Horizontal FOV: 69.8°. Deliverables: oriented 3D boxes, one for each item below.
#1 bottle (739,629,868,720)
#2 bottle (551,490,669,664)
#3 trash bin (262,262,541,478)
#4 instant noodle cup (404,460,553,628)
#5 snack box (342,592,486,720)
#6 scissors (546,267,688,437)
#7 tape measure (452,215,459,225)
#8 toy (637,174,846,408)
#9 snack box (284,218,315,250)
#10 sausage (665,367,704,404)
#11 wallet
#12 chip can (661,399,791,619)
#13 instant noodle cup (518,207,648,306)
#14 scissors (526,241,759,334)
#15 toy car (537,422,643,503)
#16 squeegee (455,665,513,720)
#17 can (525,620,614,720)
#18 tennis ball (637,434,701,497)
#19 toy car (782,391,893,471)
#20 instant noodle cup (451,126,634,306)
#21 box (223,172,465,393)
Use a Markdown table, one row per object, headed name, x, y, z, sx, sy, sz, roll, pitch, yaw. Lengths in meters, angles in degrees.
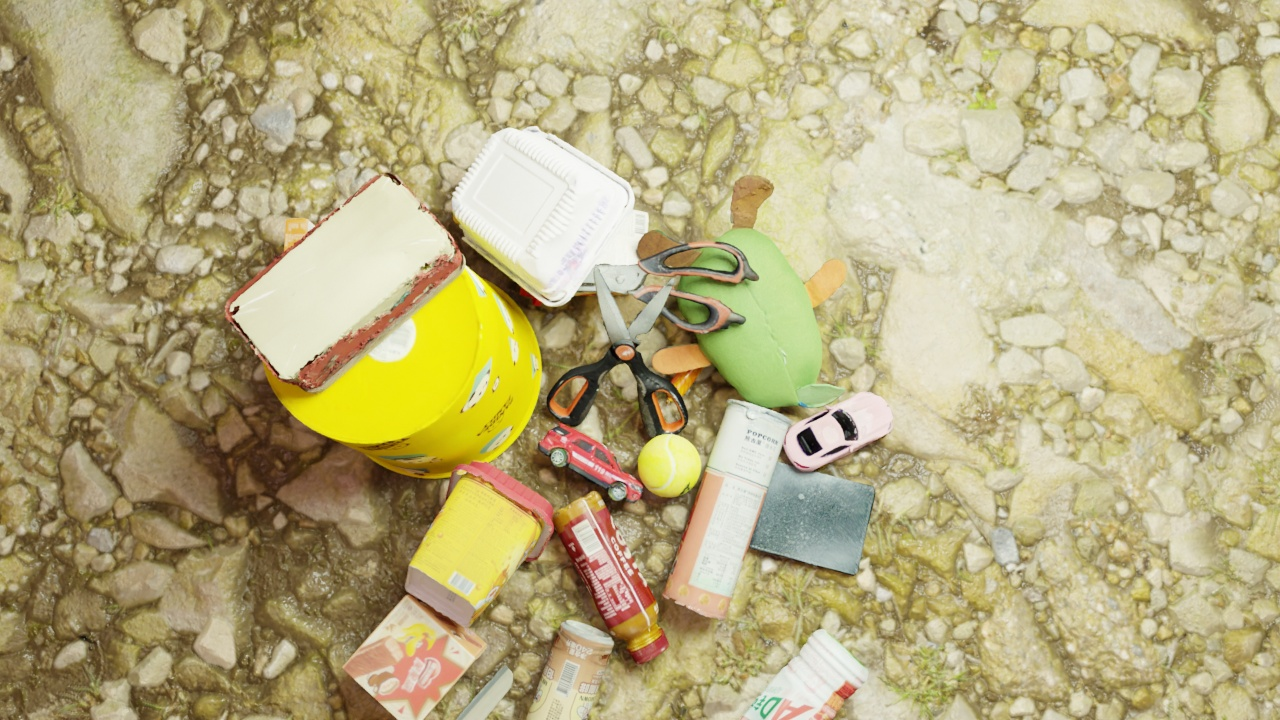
| name | x | y | z | sx | sy | sz | roll | pitch | yaw |
| --- | --- | --- | --- | --- | --- | --- | --- | --- | --- |
| bottle | 0.141 | 0.363 | 0.919 | 0.068 | 0.068 | 0.197 | 42 | 88 | 5 |
| bottle | -0.029 | 0.222 | 0.938 | 0.057 | 0.057 | 0.175 | -28 | 84 | -4 |
| trash bin | -0.220 | -0.006 | 0.868 | 0.229 | 0.255 | 0.229 | 0 | 82 | 0 |
| instant noodle cup | -0.162 | 0.183 | 0.898 | 0.116 | 0.116 | 0.123 | 31 | 54 | 3 |
| snack box | -0.223 | 0.295 | 0.917 | 0.094 | 0.077 | 0.092 | 41 | 84 | 4 |
| scissors | -0.022 | 0.007 | 0.918 | 0.225 | 0.021 | 0.221 | -23 | 126 | 26 |
| tape measure | -0.171 | -0.165 | 1.003 | 0.060 | 0.029 | 0.057 | 17 | 83 | 2 |
| toy | 0.110 | -0.052 | 0.939 | 0.227 | 0.090 | 0.247 | -28 | 102 | 0 |
| snack box | -0.352 | -0.066 | 0.965 | 0.026 | 0.075 | 0.153 | -1 | 82 | -2 |
| sausage | 0.076 | -0.020 | 0.989 | 0.021 | 0.021 | 0.165 | 36 | 84 | 4 |
| wallet | 0.182 | 0.166 | 0.968 | 0.121 | 0.019 | 0.097 | 15 | 82 | 0 |
| chip can | 0.089 | 0.152 | 0.941 | 0.071 | 0.071 | 0.214 | 19 | 83 | 2 |
| instant noodle cup | -0.060 | -0.117 | 0.962 | 0.124 | 0.116 | 0.116 | 4 | 82 | -11 |
| scissors | -0.002 | -0.065 | 0.888 | 0.206 | 0.015 | 0.194 | -37 | 98 | 11 |
| toy car | -0.049 | 0.107 | 0.956 | 0.120 | 0.053 | 0.045 | 32 | 87 | 2 |
| squeegee | -0.139 | 0.483 | 0.913 | 0.246 | 0.039 | 0.245 | 45 | 67 | -1 |
| can | -0.072 | 0.326 | 0.923 | 0.058 | 0.058 | 0.116 | 20 | 83 | 2 |
| tennis ball | 0.030 | 0.109 | 0.949 | 0.065 | 0.065 | 0.065 | 0 | 82 | -1 |
| toy car | 0.209 | 0.073 | 0.967 | 0.122 | 0.037 | 0.056 | -26 | 72 | -5 |
| instant noodle cup | -0.105 | -0.148 | 0.867 | 0.173 | 0.060 | 0.138 | 38 | 96 | 31 |
| box | -0.225 | -0.059 | 0.705 | 0.168 | 0.079 | 0.091 | -42 | 83 | -5 |
